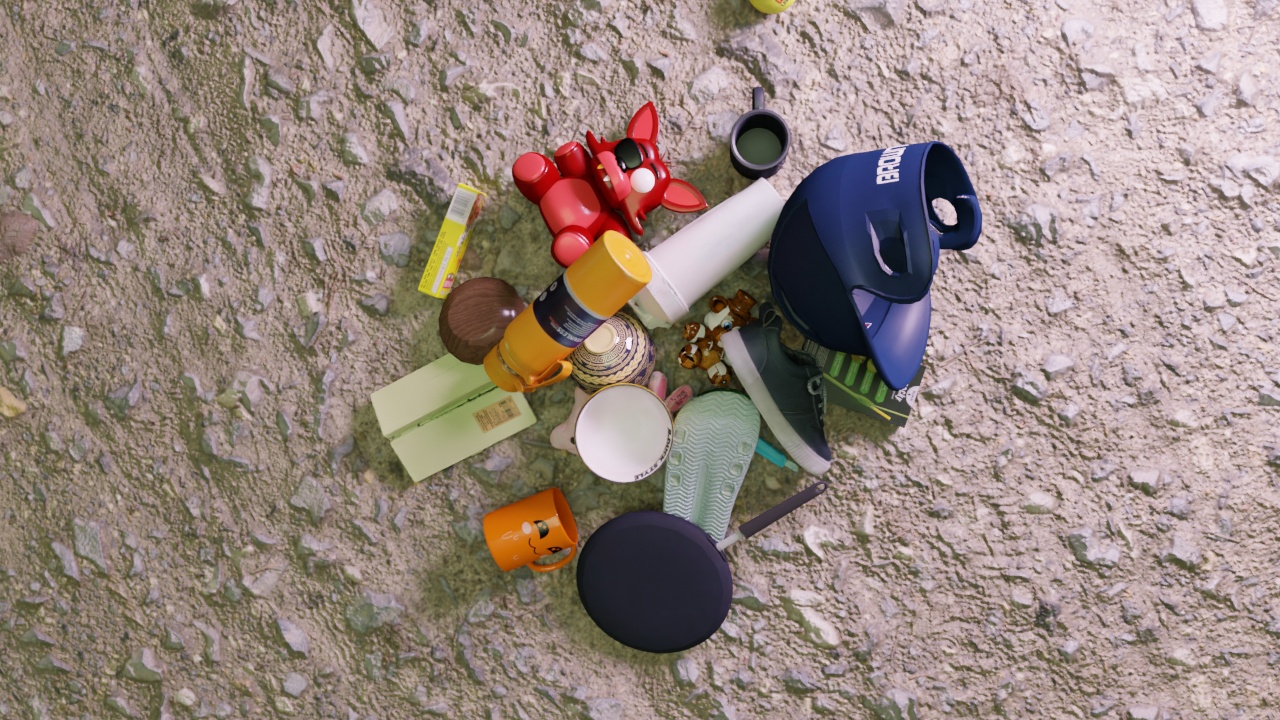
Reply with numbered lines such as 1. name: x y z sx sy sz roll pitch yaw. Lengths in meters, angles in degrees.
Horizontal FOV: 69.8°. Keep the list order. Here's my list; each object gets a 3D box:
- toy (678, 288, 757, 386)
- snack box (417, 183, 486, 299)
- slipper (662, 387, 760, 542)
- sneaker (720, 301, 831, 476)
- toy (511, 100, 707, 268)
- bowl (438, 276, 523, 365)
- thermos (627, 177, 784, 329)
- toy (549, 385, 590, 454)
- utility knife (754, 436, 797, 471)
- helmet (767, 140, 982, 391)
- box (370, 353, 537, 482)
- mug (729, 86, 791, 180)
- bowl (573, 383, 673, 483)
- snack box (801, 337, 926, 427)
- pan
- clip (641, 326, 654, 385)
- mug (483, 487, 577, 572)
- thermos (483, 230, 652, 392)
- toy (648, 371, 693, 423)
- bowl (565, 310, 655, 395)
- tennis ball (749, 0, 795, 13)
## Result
1. toy: 0.101 -0.033 1.132 0.087 0.067 0.113 30 108 -21
2. snack box: -0.240 -0.152 1.173 0.029 0.040 0.148 22 94 5
3. slipper: 0.079 0.144 1.140 0.104 0.074 0.246 13 109 6
4. sneaker: 0.180 0.036 1.084 0.087 0.089 0.235 -30 119 11
5. toy: -0.039 -0.210 1.117 0.197 0.120 0.158 -27 81 -1
6. bowl: -0.207 -0.054 1.162 0.118 0.030 0.117 -3 76 13
7. thermos: 0.079 -0.128 1.119 0.220 0.099 0.099 -36 88 2
8. toy: -0.058 0.084 1.155 0.096 0.052 0.099 32 98 19
9. utility knife: 0.146 0.107 1.158 0.123 0.015 0.022 35 108 1
10. helmet: 0.259 -0.097 1.039 0.224 0.231 0.272 -13 103 37
11. box: -0.243 0.062 1.183 0.188 0.047 0.141 -25 92 6
12. mug: 0.143 -0.277 1.110 0.071 0.077 0.105 -1 92 6
13. bowl: -0.021 0.084 1.097 0.117 0.067 0.117 0 93 -4
14. snack box: 0.267 0.021 1.136 0.147 0.025 0.080 19 94 5
15. pan: 0.077 0.239 1.123 0.357 0.021 0.199 -34 98 18
16. clip: -0.008 0.006 1.168 0.102 0.040 0.054 -45 68 6
17. mug: -0.131 0.226 1.167 0.096 0.077 0.113 -22 121 6
18. thermos: -0.091 -0.045 1.076 0.076 0.091 0.233 30 122 -35
19. toy: 0.022 0.072 1.153 0.063 0.047 0.110 21 91 -4
20. bowl: -0.042 -0.015 1.126 0.112 0.061 0.112 -5 66 11
21. tennis ball: 0.160 -0.453 1.108 0.065 0.065 0.065 0 92 6
